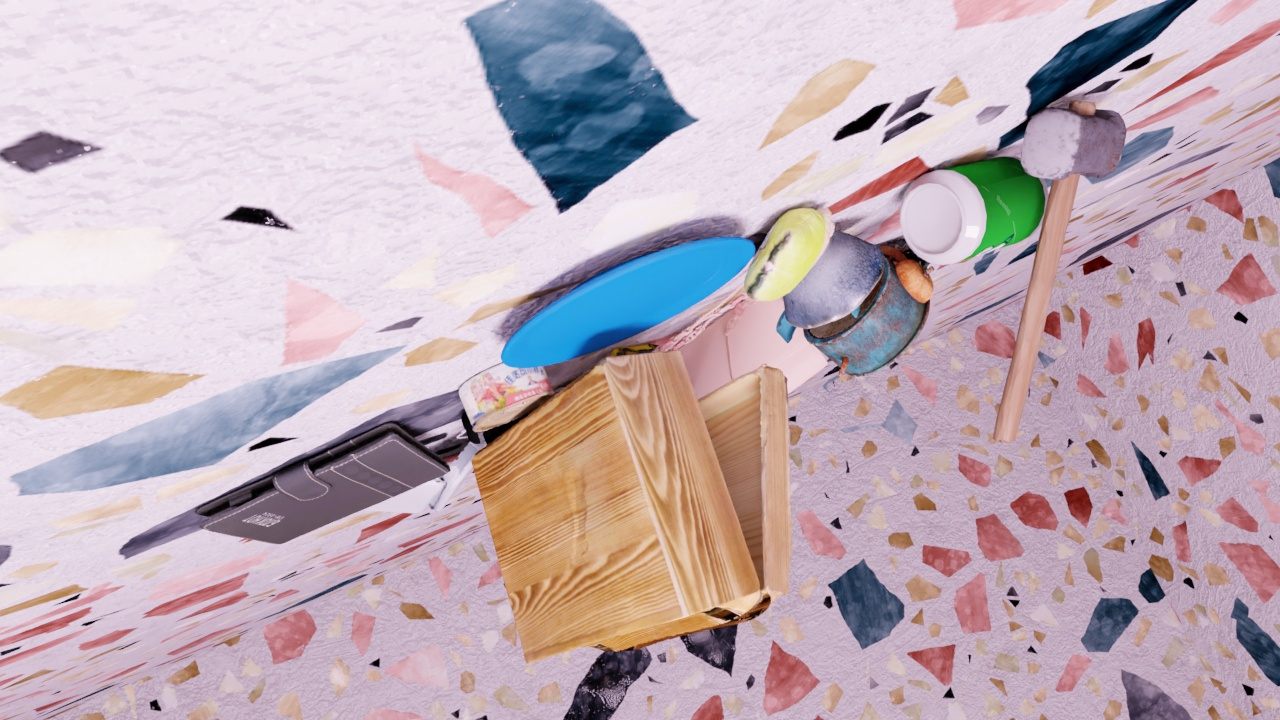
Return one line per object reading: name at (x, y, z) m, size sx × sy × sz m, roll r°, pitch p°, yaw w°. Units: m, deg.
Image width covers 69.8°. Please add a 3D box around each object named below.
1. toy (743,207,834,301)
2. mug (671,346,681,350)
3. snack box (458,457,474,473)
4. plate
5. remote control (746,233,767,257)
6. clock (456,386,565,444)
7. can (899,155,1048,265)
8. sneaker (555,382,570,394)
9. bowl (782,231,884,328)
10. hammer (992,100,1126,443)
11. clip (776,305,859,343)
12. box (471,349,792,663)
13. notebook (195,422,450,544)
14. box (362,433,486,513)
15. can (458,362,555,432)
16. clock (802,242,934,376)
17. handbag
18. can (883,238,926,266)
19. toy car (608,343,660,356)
toy at (0.133, -0.095, 0.796) m, size 0.115 × 0.046 × 0.092 m, roll -31°, pitch 155°, yaw -51°
mug at (0.060, 0.020, 1.153) m, size 0.100 × 0.085 × 0.119 m, roll -10°, pitch 174°, yaw -9°
snack box at (-0.190, 0.131, 1.320) m, size 0.080 × 0.025 × 0.147 m, roll -27°, pitch 170°, yaw 13°
plate at (-0.013, -0.053, 0.752) m, size 0.224 × 0.024 × 0.224 m, roll -24°, pitch 171°, yaw -4°
remote control at (0.074, -0.083, 0.842) m, size 0.046 × 0.009 × 0.125 m, roll -17°, pitch 166°, yaw -37°
clock at (-0.142, 0.059, 0.987) m, size 0.121 × 0.042 × 0.091 m, roll -27°, pitch 170°, yaw 18°
can at (0.320, -0.145, 0.881) m, size 0.139 × 0.087 × 0.088 m, roll -18°, pitch 169°, yaw -35°
sneaker at (-0.107, 0.079, 1.105) m, size 0.236 × 0.084 × 0.079 m, roll -32°, pitch 146°, yaw 28°
bowl at (0.175, -0.087, 0.884) m, size 0.110 × 0.055 × 0.110 m, roll -34°, pitch -153°, yaw 20°
hammer at (0.380, -0.075, 0.867) m, size 0.097 × 0.329 × 0.052 m, roll -11°, pitch -155°, yaw -37°
clip at (0.190, -0.066, 0.923) m, size 0.121 × 0.033 × 0.119 m, roll -50°, pitch -158°, yaw -10°
box at (0.011, 0.158, 0.909) m, size 0.220 × 0.258 × 0.280 m, roll -3°, pitch 160°, yaw -39°
notebook at (-0.317, 0.132, 0.938) m, size 0.209 × 0.029 × 0.169 m, roll -26°, pitch 160°, yaw -1°
box at (-0.259, 0.146, 1.129) m, size 0.185 × 0.084 × 0.211 m, roll -26°, pitch 171°, yaw -28°
can at (-0.128, 0.032, 0.877) m, size 0.086 × 0.043 × 0.086 m, roll -24°, pitch 171°, yaw -4°
clock at (0.245, -0.058, 0.938) m, size 0.158 × 0.073 × 0.121 m, roll -50°, pitch -159°, yaw 11°
handbag at (0.103, 0.008, 0.997) m, size 0.199 × 0.116 × 0.187 m, roll -36°, pitch 171°, yaw 5°
can at (0.277, -0.106, 1.090) m, size 0.137 × 0.054 × 0.054 m, roll -20°, pitch 170°, yaw -26°
toy car at (-0.006, 0.006, 1.040) m, size 0.030 × 0.049 × 0.106 m, roll 21°, pitch -166°, yaw 29°
